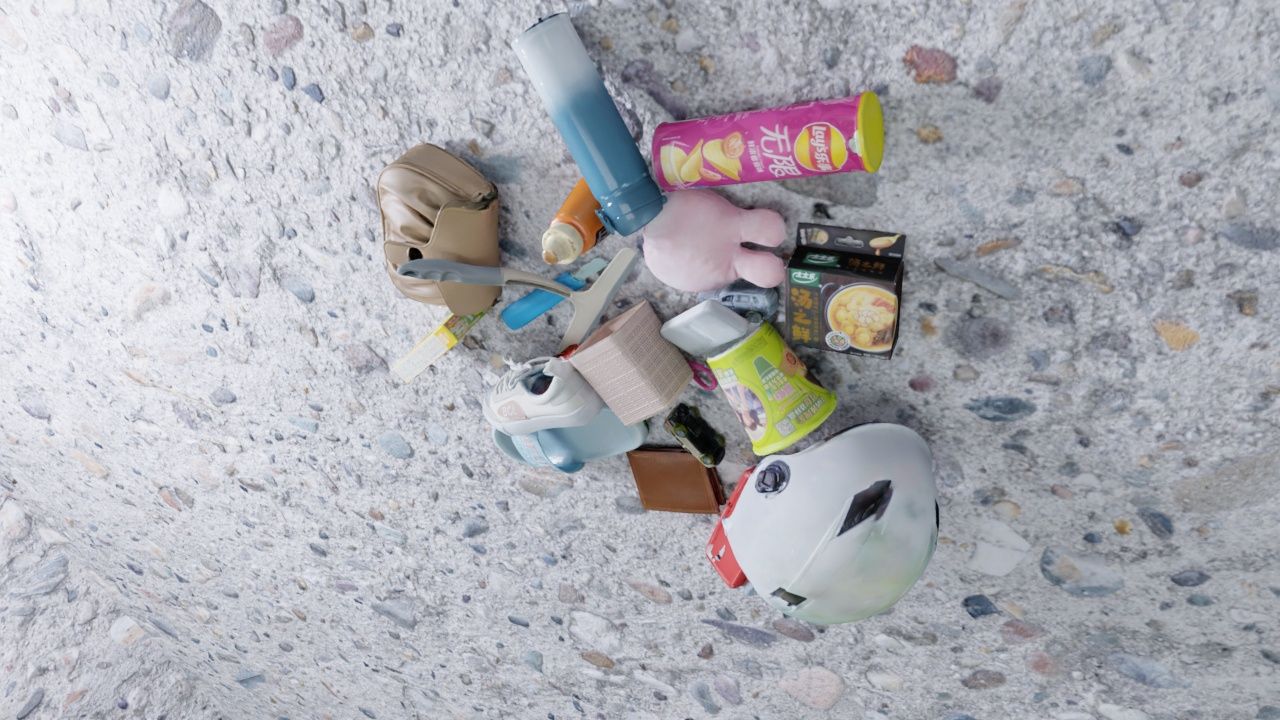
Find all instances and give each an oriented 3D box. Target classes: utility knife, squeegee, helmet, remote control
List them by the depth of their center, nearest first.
[{"bbox_3d":[0.068,-0.036,1.009,0.056,0.020,0.136,31,161,-12],"label":"remote control"},{"bbox_3d":[0.224,0.200,1.013,0.229,0.145,0.259,22,128,-30],"label":"helmet"},{"bbox_3d":[-0.157,-0.091,1.069,0.246,0.039,0.247,10,147,-19],"label":"squeegee"},{"bbox_3d":[-0.106,-0.083,1.124,0.193,0.018,0.034,-26,125,39],"label":"utility knife"}]

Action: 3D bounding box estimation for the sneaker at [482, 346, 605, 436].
[{"bbox_3d":[-0.147,0.036,1.162,0.243,0.089,0.091,-5,136,51],"label":"sneaker"}]

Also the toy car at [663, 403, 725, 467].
[{"bbox_3d":[0.069,0.096,1.155,0.090,0.042,0.035,45,143,-9],"label":"toy car"}]

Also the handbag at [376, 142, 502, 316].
[{"bbox_3d":[-0.240,-0.146,1.091,0.148,0.099,0.205,19,136,14],"label":"handbag"}]

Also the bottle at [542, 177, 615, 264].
[{"bbox_3d":[-0.061,-0.144,0.958,0.067,0.149,0.067,15,132,18],"label":"bottle"}]

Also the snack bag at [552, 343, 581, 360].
[{"bbox_3d":[-0.059,0.012,1.161,0.104,0.026,0.048,37,142,-19],"label":"snack bag"}]

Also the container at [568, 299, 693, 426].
[{"bbox_3d":[-0.006,0.006,1.080,0.090,0.089,0.111,-27,104,40],"label":"container"}]

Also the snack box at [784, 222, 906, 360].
[{"bbox_3d":[0.209,-0.069,0.943,0.113,0.053,0.126,10,135,22],"label":"snack box"}]

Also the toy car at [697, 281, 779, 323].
[{"bbox_3d":[0.106,-0.067,1.002,0.091,0.042,0.034,8,130,25],"label":"toy car"}]

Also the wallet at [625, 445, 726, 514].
[{"bbox_3d":[0.045,0.156,1.226,0.125,0.032,0.101,-1,122,29],"label":"wallet"}]

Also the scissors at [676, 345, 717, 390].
[{"bbox_3d":[0.033,-0.003,1.114,0.133,0.017,0.136,43,135,-2],"label":"scissors"}]

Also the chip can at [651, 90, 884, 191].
[{"bbox_3d":[0.117,-0.203,0.867,0.211,0.071,0.071,0,125,30],"label":"chip can"}]

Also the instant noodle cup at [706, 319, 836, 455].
[{"bbox_3d":[0.139,0.023,1.019,0.112,0.111,0.123,-29,101,41],"label":"instant noodle cup"}]

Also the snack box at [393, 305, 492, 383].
[{"bbox_3d":[-0.260,-0.030,1.205,0.034,0.086,0.141,46,133,-10],"label":"snack box"}]

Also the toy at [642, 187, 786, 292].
[{"bbox_3d":[0.077,-0.122,0.965,0.160,0.054,0.121,11,127,20],"label":"toy"}]

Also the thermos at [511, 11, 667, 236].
[{"bbox_3d":[-0.049,-0.230,0.913,0.070,0.070,0.220,-21,102,39],"label":"thermos"}]

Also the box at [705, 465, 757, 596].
[{"bbox_3d":[0.174,0.225,1.203,0.116,0.098,0.202,52,143,31],"label":"box"}]

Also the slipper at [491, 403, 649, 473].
[{"bbox_3d":[-0.100,0.107,1.236,0.246,0.074,0.104,-11,120,33],"label":"slipper"}]
